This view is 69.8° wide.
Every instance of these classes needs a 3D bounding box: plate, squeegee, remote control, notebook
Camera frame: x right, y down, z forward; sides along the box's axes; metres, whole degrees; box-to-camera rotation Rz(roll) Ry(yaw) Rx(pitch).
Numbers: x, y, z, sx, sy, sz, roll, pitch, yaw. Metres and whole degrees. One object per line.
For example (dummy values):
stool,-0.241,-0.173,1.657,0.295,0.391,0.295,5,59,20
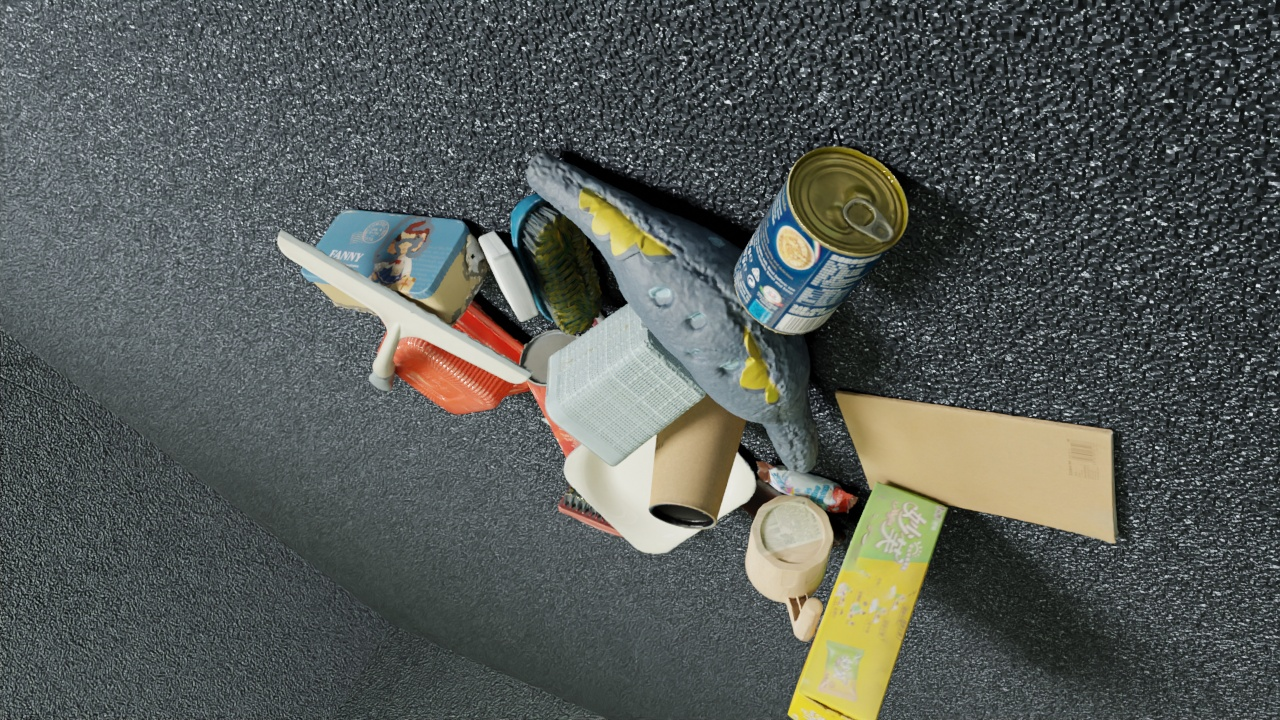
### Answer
plate,0.021,0.114,0.962,0.165,0.034,0.163,-36,109,20
squeegee,-0.249,-0.002,0.900,0.246,0.039,0.247,31,155,-9
remote control,-0.111,-0.073,0.766,0.056,0.019,0.135,68,172,-19
notebook,0.277,0.086,0.761,0.212,0.012,0.149,8,145,34

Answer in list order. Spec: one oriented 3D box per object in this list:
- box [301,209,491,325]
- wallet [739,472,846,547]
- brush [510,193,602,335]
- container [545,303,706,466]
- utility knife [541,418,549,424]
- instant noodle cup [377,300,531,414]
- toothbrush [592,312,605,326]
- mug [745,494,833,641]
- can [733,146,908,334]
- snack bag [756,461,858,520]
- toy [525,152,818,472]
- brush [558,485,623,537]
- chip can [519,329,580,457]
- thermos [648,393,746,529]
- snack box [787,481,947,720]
box,-0.234,-0.090,0.864,0.184,0.089,0.059,9,151,28
wallet,0.153,0.167,1.009,0.122,0.020,0.097,37,152,-10
brush,-0.076,-0.084,0.767,0.073,0.055,0.144,41,161,32
container,-0.010,0.014,0.783,0.112,0.089,0.090,-36,121,23
utility knife,-0.047,0.112,1.103,0.166,0.018,0.034,32,152,-3
instant noodle cup,-0.202,-0.005,0.989,0.189,0.079,0.165,39,153,-23
toothbrush,-0.005,0.005,0.872,0.016,0.017,0.187,-13,127,49
mug,0.153,0.207,0.917,0.084,0.124,0.104,-11,151,-1
can,0.110,-0.072,0.584,0.075,0.075,0.111,29,153,1
snack bag,0.166,0.127,0.919,0.105,0.026,0.045,20,155,21
toy,0.057,-0.025,0.698,0.356,0.091,0.138,47,163,-24
brush,-0.026,0.192,1.150,0.146,0.063,0.069,20,137,11
chip can,-0.064,0.060,0.973,0.073,0.073,0.217,16,150,24
thermos,0.050,0.074,0.828,0.093,0.143,0.093,12,153,6
snack box,0.208,0.238,0.853,0.070,0.209,0.158,20,156,16
